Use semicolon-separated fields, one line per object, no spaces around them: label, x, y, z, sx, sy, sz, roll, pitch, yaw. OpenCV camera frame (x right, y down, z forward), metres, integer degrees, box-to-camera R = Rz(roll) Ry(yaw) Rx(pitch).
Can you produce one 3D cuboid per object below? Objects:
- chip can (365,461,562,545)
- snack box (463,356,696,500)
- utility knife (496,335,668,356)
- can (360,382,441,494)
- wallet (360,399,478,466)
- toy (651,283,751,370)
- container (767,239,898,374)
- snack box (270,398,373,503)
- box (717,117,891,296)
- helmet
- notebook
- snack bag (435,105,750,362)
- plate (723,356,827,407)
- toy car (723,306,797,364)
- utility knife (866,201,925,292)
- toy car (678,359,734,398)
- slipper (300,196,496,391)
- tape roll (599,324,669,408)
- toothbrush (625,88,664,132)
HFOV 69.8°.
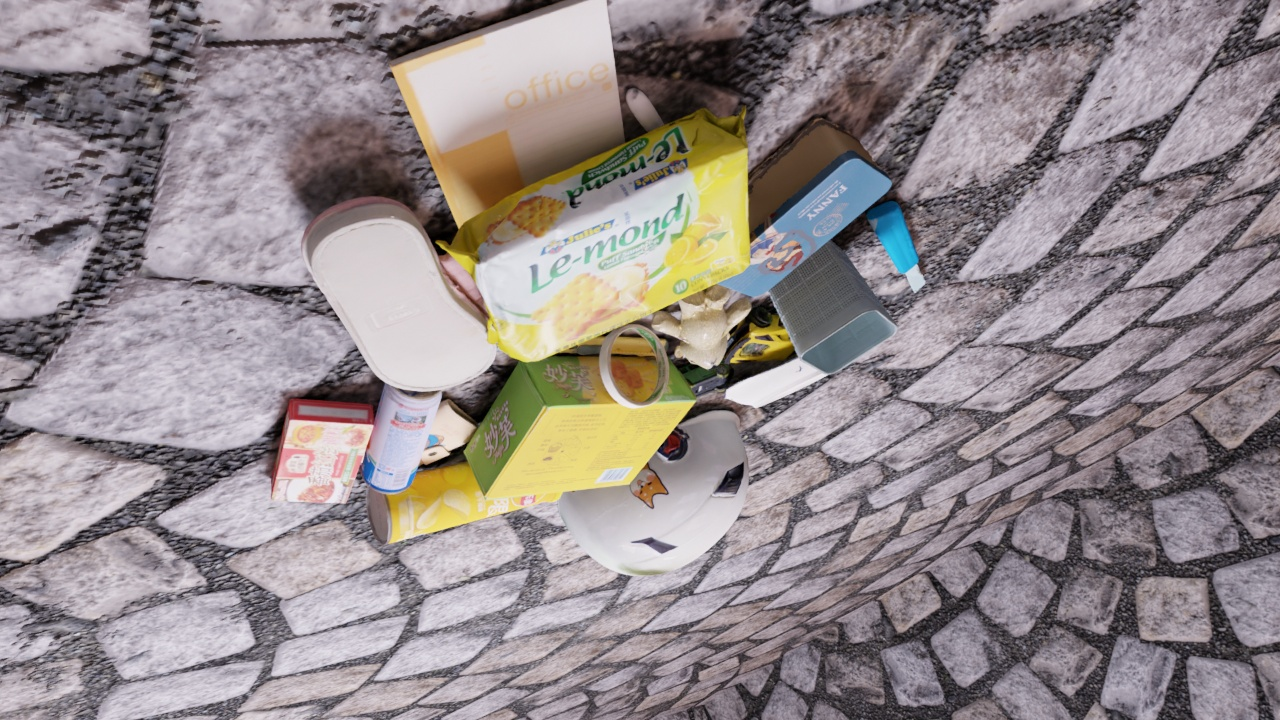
chip can;-0.193;0.146;1.028;0.212;0.072;0.072;-10;149;-35
snack box;-0.064;0.070;0.994;0.209;0.070;0.158;0;137;-42
utility knife;-0.052;-0.016;0.943;0.215;0.022;0.031;5;135;-36
can;-0.229;0.066;0.879;0.053;0.053;0.135;-3;136;-34
wallet;-0.231;0.084;0.963;0.115;0.024;0.087;-27;148;5
toy;0.066;-0.040;0.930;0.105;0.066;0.157;-16;158;-3
container;0.189;-0.061;0.942;0.090;0.111;0.090;-36;151;21
snack box;-0.312;0.091;0.893;0.075;0.025;0.153;6;141;-26
box;0.136;-0.138;0.823;0.185;0.062;0.089;-40;149;30
helmet;0.035;0.192;1.213;0.274;0.156;0.230;-22;153;-4
notebook;-0.081;-0.161;0.665;0.146;0.010;0.206;-21;152;-7
snack bag;-0.023;-0.095;0.723;0.246;0.068;0.158;-25;150;-6
plate;0.181;0.019;1.106;0.164;0.034;0.163;-26;172;1
toy car;0.159;-0.027;1.053;0.155;0.041;0.071;-6;149;-35
utility knife;0.291;-0.119;1.018;0.034;0.018;0.218;-33;150;13
toy car;0.066;0.024;1.074;0.091;0.036;0.043;-18;151;-12
slipper;-0.186;-0.050;0.730;0.114;0.054;0.275;-23;155;-2
tape roll;-0.006;0.005;0.938;0.085;0.085;0.014;3;169;-42
toothbrush;0.029;-0.164;0.739;0.016;0.016;0.180;-40;150;6
